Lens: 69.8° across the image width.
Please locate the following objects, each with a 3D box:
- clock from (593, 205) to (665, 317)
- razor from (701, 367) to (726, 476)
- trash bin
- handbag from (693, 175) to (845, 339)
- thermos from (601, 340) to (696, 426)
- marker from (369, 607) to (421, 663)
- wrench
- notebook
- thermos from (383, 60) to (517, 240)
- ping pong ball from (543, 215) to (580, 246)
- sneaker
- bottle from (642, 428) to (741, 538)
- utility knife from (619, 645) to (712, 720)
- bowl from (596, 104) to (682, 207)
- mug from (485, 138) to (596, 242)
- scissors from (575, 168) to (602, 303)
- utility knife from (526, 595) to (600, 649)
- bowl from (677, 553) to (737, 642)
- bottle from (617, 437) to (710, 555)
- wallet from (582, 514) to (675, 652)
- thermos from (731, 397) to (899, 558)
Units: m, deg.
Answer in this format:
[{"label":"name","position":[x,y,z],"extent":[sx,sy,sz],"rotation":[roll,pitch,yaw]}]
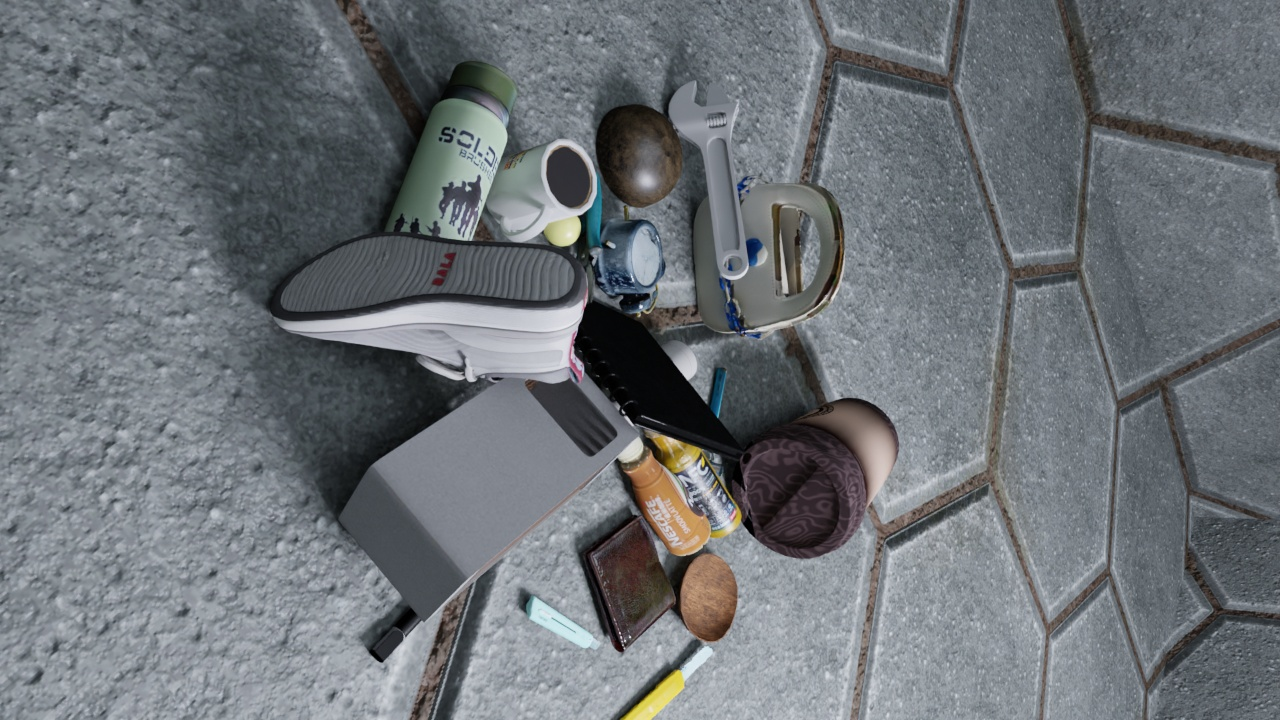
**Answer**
[{"label":"clock","position":[-0.010,-0.107,1.039],"extent":[0.090,0.052,0.129],"rotation":[-66,146,-33]},{"label":"razor","position":[0.092,0.076,1.162],"extent":[0.042,0.022,0.143],"rotation":[15,67,-8]},{"label":"trash bin","position":[-0.129,0.102,0.814],"extent":[0.114,0.115,0.228],"rotation":[48,47,5]},{"label":"handbag","position":[0.154,-0.127,1.119],"extent":[0.092,0.200,0.200],"rotation":[-1,84,-44]},{"label":"thermos","position":[-0.018,0.047,1.018],"extent":[0.223,0.052,0.052],"rotation":[-37,113,-43]},{"label":"marker","position":[-0.191,0.218,0.838],"extent":[0.140,0.016,0.016],"rotation":[-46,119,-40]},{"label":"wrench","position":[0.085,-0.221,1.105],"extent":[0.018,0.087,0.273],"rotation":[68,16,-69]},{"label":"notebook","position":[-0.005,0.006,0.942],"extent":[0.169,0.231,0.019],"rotation":[23,112,-44]},{"label":"thermos","position":[-0.176,-0.169,0.854],"extent":[0.082,0.082,0.231],"rotation":[33,62,-41]},{"label":"ping pong ball","position":[-0.083,-0.141,0.975],"extent":[0.040,0.040,0.040],"rotation":[6,81,-47]},{"label":"sneaker","position":[-0.168,-0.030,0.757],"extent":[0.129,0.263,0.096],"rotation":[83,12,-48]},{"label":"bottle","position":[0.058,0.131,1.092],"extent":[0.053,0.053,0.186],"rotation":[-53,124,-36]},{"label":"utility knife","position":[0.022,0.389,1.053],"extent":[0.206,0.018,0.030],"rotation":[-27,112,-40]},{"label":"bowl","position":[0.011,-0.245,1.077],"extent":[0.121,0.056,0.121],"rotation":[6,81,-47]},{"label":"mug","position":[-0.105,-0.163,0.916],"extent":[0.073,0.090,0.105],"rotation":[40,58,-38]},{"label":"scissors","position":[-0.058,-0.136,0.993],"extent":[0.019,0.148,0.132],"rotation":[7,115,-28]},{"label":"utility knife","position":[-0.080,0.278,0.957],"extent":[0.119,0.015,0.022],"rotation":[45,54,-39]},{"label":"bowl","position":[0.075,0.287,1.115],"extent":[0.114,0.026,0.101],"rotation":[42,56,-37]},{"label":"bottle","position":[0.020,0.149,1.045],"extent":[0.167,0.059,0.059],"rotation":[57,49,-26]},{"label":"wallet","position":[-0.013,0.246,1.024],"extent":[0.099,0.031,0.120],"rotation":[-31,106,-48]},{"label":"thermos","position":[0.245,0.142,1.222],"extent":[0.225,0.173,0.173],"rotation":[-25,105,-52]}]
